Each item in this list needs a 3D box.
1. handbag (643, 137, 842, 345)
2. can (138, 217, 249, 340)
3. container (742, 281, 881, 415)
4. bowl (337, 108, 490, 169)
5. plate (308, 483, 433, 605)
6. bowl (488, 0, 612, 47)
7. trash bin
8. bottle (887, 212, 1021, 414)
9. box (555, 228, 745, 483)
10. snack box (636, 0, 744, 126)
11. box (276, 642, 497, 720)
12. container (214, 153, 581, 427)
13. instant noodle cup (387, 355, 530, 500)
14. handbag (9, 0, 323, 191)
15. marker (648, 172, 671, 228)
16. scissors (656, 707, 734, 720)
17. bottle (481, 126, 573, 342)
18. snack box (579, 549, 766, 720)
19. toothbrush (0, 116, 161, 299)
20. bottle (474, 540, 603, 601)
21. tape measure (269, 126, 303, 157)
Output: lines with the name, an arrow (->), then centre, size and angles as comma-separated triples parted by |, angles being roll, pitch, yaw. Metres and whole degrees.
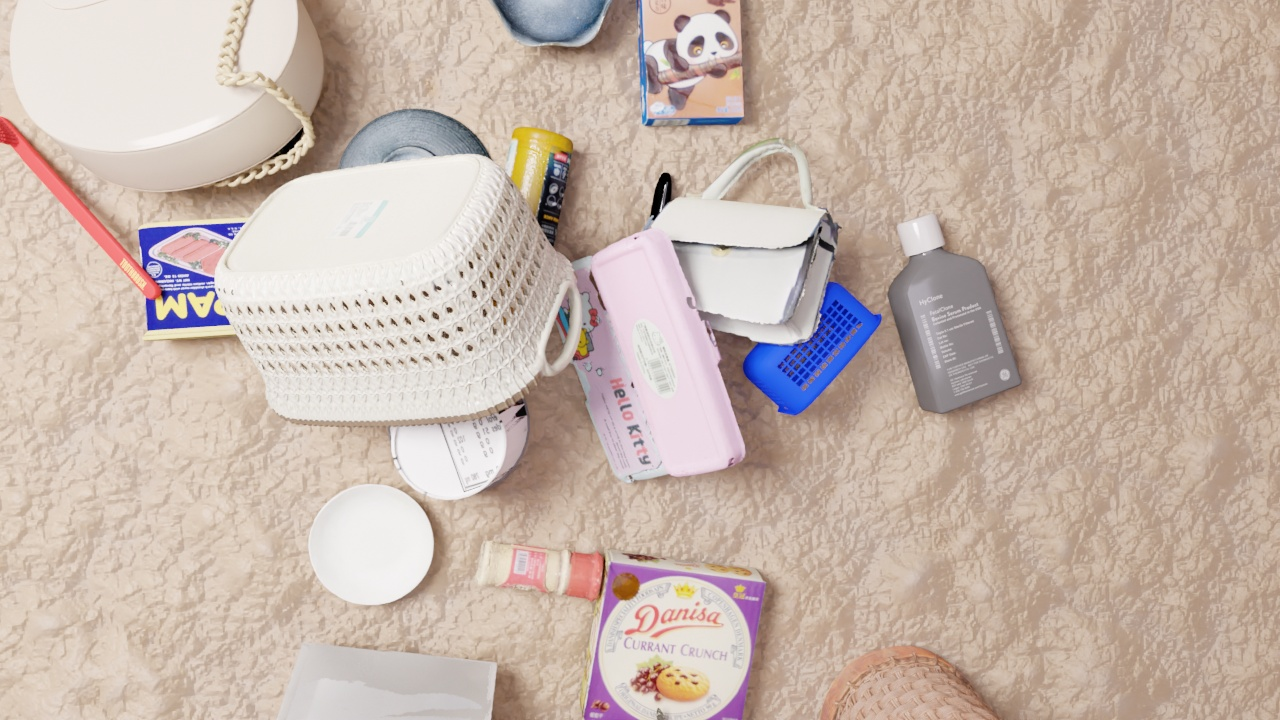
handbag -> 0.087, -0.112, 0.763 | 0.151, 0.074, 0.176 | 14, 78, 30
can -> -0.346, -0.066, 0.752 | 0.116, 0.056, 0.092 | -4, 92, -7
container -> 0.144, -0.014, 0.798 | 0.058, 0.096, 0.114 | 42, 87, -3
bowl -> -0.189, -0.147, 0.767 | 0.137, 0.057, 0.137 | 0, 93, -7
plate -> -0.230, 0.156, 0.793 | 0.104, 0.026, 0.104 | 0, 93, -6
bowl -> -0.077, -0.312, 0.774 | 0.110, 0.055, 0.110 | 0, 93, -8
trash bin -> 0.255, 0.347, 0.772 | 0.151, 0.210, 0.151 | 0, 92, -7
bottle -> 0.276, -0.047, 0.837 | 0.083, 0.046, 0.174 | -19, 95, -6
box -> -0.004, 0.004, 0.762 | 0.153, 0.037, 0.201 | -17, 95, 38
snack box -> 0.043, -0.283, 0.801 | 0.087, 0.034, 0.151 | -3, 93, -7
box -> -0.237, 0.392, 0.845 | 0.167, 0.423, 0.173 | 10, 56, -8
container -> -0.181, -0.053, 0.676 | 0.246, 0.184, 0.143 | -3, 136, 18
instant noodle cup -> -0.152, 0.060, 0.749 | 0.123, 0.122, 0.123 | 0, 93, -7
handbag -> -0.359, -0.240, 0.698 | 0.210, 0.103, 0.208 | -20, 73, -6
marker -> 0.012, -0.098, 0.813 | 0.016, 0.022, 0.138 | 9, 91, -12
scissors -> 0.033, 0.404, 0.830 | 0.202, 0.015, 0.202 | -41, 106, 13
bottle -> -0.101, -0.101, 0.782 | 0.053, 0.053, 0.186 | 11, 92, -8
snack box -> 0.028, 0.253, 0.823 | 0.143, 0.040, 0.148 | 9, 92, -8
toothbrush -> -0.451, -0.123, 0.724 | 0.212, 0.018, 0.012 | 45, 100, 9
bottle -> -0.089, 0.183, 0.804 | 0.109, 0.044, 0.044 | 9, 92, -7
tape measure -> -0.311, -0.198, 0.759 | 0.061, 0.034, 0.061 | 13, 78, -1
